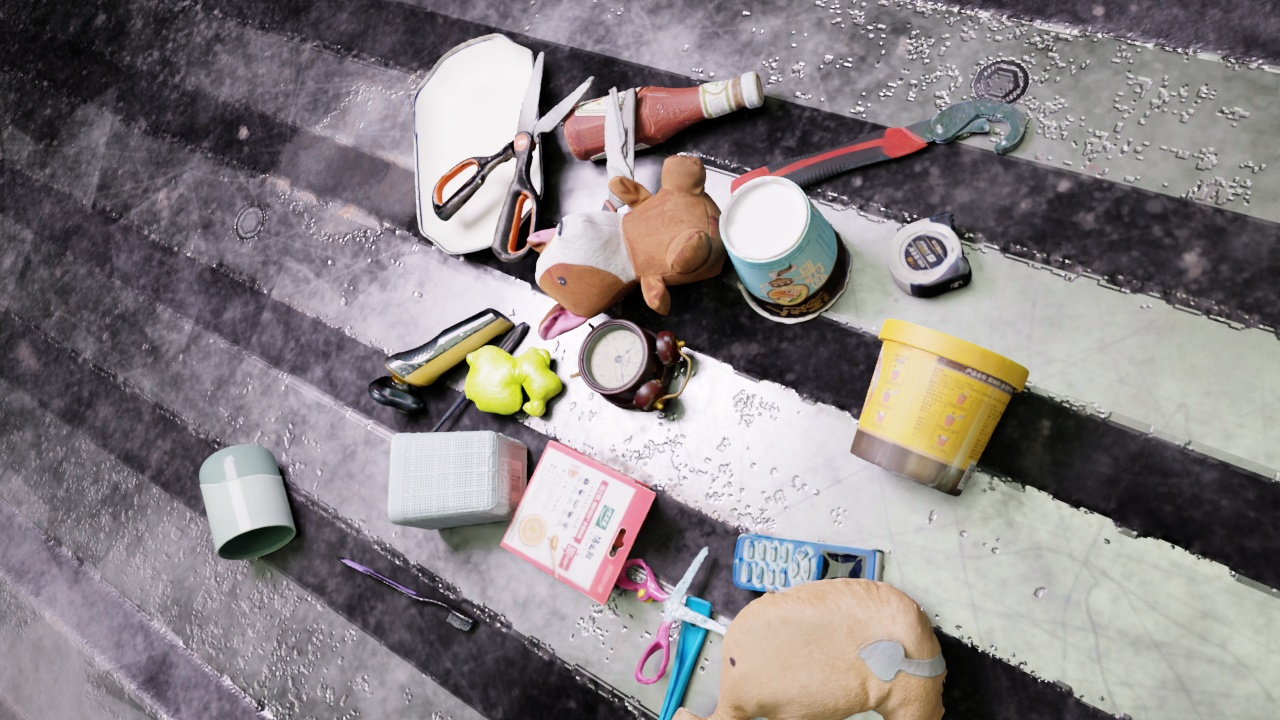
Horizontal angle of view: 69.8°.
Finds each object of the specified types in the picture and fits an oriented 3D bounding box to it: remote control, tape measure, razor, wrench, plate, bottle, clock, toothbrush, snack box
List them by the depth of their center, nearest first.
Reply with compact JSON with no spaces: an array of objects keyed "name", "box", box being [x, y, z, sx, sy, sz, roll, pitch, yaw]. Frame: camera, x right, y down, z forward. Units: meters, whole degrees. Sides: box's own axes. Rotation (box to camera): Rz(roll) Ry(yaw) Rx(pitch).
[{"name":"remote control","box":[0.143,0.179,0.788,0.125,0.024,0.049,4,77,20]},{"name":"tape measure","box":[0.252,-0.090,0.811,0.066,0.033,0.065,-16,68,16]},{"name":"wrench","box":[0.216,-0.194,0.865,0.274,0.016,0.056,-10,71,20]},{"name":"snack box","box":[-0.052,0.152,0.867,0.127,0.044,0.113,23,85,28]},{"name":"clock","box":[-0.005,0.005,0.881,0.122,0.055,0.082,15,81,29]},{"name":"bottle","box":[0.022,-0.254,0.938,0.206,0.059,0.059,-9,72,21]},{"name":"toothbrush","box":[-0.245,0.237,0.943,0.189,0.014,0.017,16,94,26]},{"name":"toothbrush","box":[-0.178,0.029,0.972,0.015,0.018,0.181,40,91,21]},{"name":"razor","box":[-0.210,-0.002,0.978,0.167,0.062,0.067,-32,96,6]},{"name":"plate","box":[-0.178,-0.241,1.035,0.162,0.034,0.265,-14,71,20]}]

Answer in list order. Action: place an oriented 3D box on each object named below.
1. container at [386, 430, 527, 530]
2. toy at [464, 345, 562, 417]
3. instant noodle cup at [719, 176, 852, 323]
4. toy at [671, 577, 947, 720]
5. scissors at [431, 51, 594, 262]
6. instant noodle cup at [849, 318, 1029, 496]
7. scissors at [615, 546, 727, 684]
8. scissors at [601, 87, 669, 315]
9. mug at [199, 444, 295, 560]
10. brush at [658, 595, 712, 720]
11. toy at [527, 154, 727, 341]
[{"name":"container","box":[-0.177,0.117,0.906,0.112,0.090,0.090,-7,74,19]},{"name":"toy","box":[-0.134,0.022,0.940,0.100,0.031,0.096,-28,71,6]},{"name":"instant noodle cup","box":[0.123,-0.103,0.820,0.111,0.120,0.111,-6,73,21]},{"name":"toy","box":[0.128,0.249,0.741,0.226,0.082,0.143,-16,85,19]},{"name":"scissors","box":[-0.138,-0.209,0.964,0.228,0.021,0.220,-11,78,26]},{"name":"instant noodle cup","box":[0.234,0.040,0.741,0.118,0.118,0.114,22,92,26]},{"name":"scissors","box":[0.023,0.223,0.817,0.133,0.017,0.134,16,71,38]},{"name":"scissors","box":[-0.006,-0.160,0.917,0.199,0.015,0.205,41,105,12]},{"name":"mug","box":[-0.440,0.161,1.016,0.112,0.082,0.106,-48,59,40]},{"name":"brush","box":[0.014,0.332,0.797,0.083,0.046,0.254,13,77,29]},{"name":"toy","box":[-0.021,-0.103,0.857,0.200,0.130,0.140,-17,60,29]}]
